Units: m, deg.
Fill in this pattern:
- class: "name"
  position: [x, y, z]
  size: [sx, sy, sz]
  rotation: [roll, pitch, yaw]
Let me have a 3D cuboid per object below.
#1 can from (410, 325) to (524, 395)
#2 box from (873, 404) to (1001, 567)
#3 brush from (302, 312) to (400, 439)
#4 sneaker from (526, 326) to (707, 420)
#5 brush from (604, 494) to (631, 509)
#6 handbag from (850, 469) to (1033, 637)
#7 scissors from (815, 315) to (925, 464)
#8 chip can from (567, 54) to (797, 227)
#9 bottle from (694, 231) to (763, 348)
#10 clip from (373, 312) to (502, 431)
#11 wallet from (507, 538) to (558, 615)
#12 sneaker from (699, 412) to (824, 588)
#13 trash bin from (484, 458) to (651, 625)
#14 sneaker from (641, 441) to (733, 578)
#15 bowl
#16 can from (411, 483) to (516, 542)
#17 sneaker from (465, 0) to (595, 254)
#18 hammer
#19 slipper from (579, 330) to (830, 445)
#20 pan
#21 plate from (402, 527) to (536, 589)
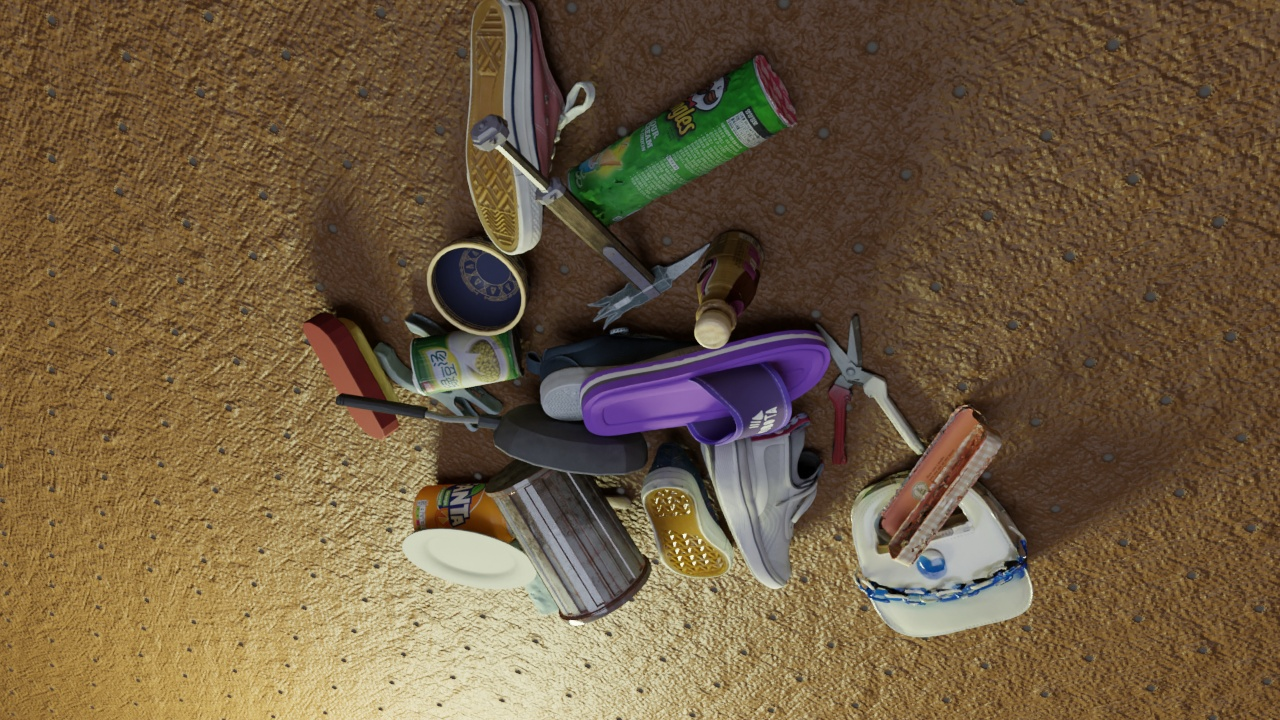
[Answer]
- class: "can"
  position: [-0.200, -0.003, 1.056]
  size: [0.121, 0.067, 0.067]
  rotation: [-10, 121, 1]
- class: "box"
  position: [0.322, 0.136, 1.001]
  size: [0.043, 0.083, 0.187]
  rotation: [24, 111, -13]
- class: "brush"
  position: [-0.349, 0.016, 1.131]
  size: [0.082, 0.041, 0.173]
  rotation: [12, 132, 46]
- class: "sneaker"
  position: [-0.006, 0.006, 1.018]
  size: [0.235, 0.087, 0.089]
  rotation: [-6, 140, -10]
- class: "brush"
  position: [-0.078, 0.181, 1.195]
  size: [0.136, 0.015, 0.050]
  rotation: [5, 123, 12]
- class: "handbag"
  position: [0.341, 0.220, 1.064]
  size: [0.201, 0.092, 0.199]
  rotation: [-26, 104, 28]
- class: "scissors"
  position: [0.246, 0.046, 1.015]
  size: [0.179, 0.015, 0.194]
  rotation: [25, 125, 0]
- class: "chip can"
  position: [0.034, -0.202, 0.876]
  size: [0.224, 0.075, 0.075]
  rotation: [-24, 114, 28]
- class: "bottle"
  position: [0.082, -0.067, 0.893]
  size: [0.060, 0.165, 0.060]
  rotation: [7, 124, 11]
- class: "clip"
  position: [-0.228, 0.003, 1.113]
  size: [0.171, 0.029, 0.142]
  rotation: [37, 126, -10]
- class: "wallet"
  position: [-0.117, 0.278, 1.250]
  size: [0.100, 0.054, 0.132]
  rotation: [-17, 114, 16]
- class: "sneaker"
  position: [0.160, 0.165, 1.080]
  size: [0.129, 0.096, 0.263]
  rotation: [-19, 127, 2]
- class: "trash bin"
  position: [-0.085, 0.215, 1.131]
  size: [0.131, 0.130, 0.211]
  rotation: [-24, 103, 28]
- class: "sneaker"
  position: [0.054, 0.188, 1.130]
  size: [0.087, 0.079, 0.236]
  rotation: [-11, 137, 13]
- class: "bowl"
  position: [-0.171, -0.091, 1.013]
  size: [0.112, 0.061, 0.113]
  rotation: [7, 124, 11]
- class: "can"
  position: [-0.224, 0.202, 1.211]
  size: [0.143, 0.078, 0.079]
  rotation: [-4, 121, 18]
- class: "sneaker"
  position: [-0.110, -0.226, 0.891]
  size: [0.118, 0.087, 0.241]
  rotation: [15, 110, 45]
- class: "hammer"
  position: [-0.053, -0.135, 0.864]
  size: [0.147, 0.028, 0.316]
  rotation: [-30, 148, 15]
- class: "slipper"
  position: [0.074, 0.050, 0.955]
  size: [0.266, 0.084, 0.107]
  rotation: [-10, 140, -5]
- class: "pan"
  position: [-0.165, 0.068, 1.042]
  size: [0.357, 0.178, 0.041]
  rotation: [10, 99, -2]
- class: "plate"
  position: [-0.223, 0.258, 1.206]
  size: [0.178, 0.012, 0.179]
  rotation: [6, 144, 5]
